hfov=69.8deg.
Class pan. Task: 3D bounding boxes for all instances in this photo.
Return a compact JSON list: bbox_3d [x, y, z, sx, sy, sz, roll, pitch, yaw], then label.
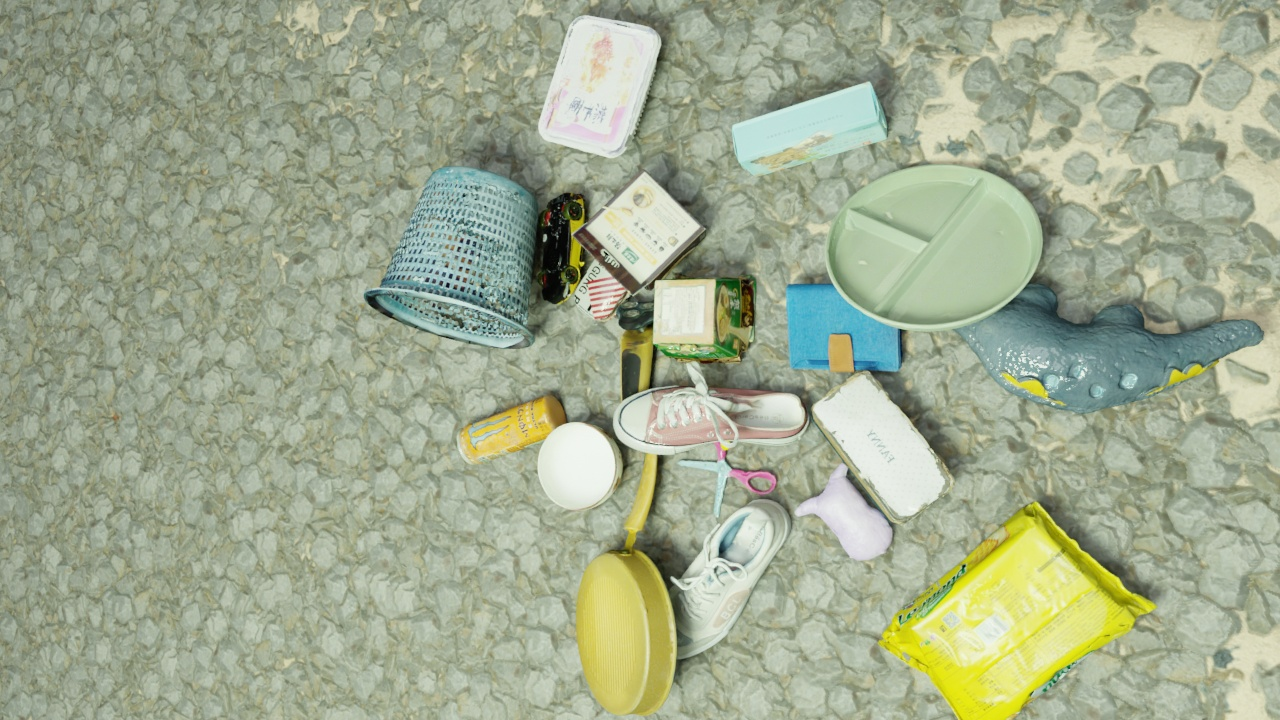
[{"bbox_3d":[-0.008,0.252,1.135,0.198,0.078,0.357,-14,76,59],"label":"pan"}]

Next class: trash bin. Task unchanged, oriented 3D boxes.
[{"bbox_3d":[-0.228,-0.140,1.217,0.227,0.226,0.195,8,77,23],"label":"trash bin"}]

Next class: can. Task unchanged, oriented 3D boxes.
[{"bbox_3d":[-0.175,0.095,1.247,0.146,0.058,0.058,-21,79,20],"label":"can"}]

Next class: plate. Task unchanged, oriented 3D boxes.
[{"bbox_3d":[0.322,-0.126,1.021,0.230,0.027,0.229,-9,57,14],"label":"plate"}]

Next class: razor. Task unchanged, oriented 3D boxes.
[{"bbox_3d":[-0.007,0.007,1.183,0.062,0.067,0.167,5,95,23],"label":"razor"}]

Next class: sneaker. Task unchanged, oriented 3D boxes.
[{"bbox_3d":[0.080,0.060,1.103,0.241,0.088,0.118,-1,63,13],"label":"sneaker"},{"bbox_3d":[0.089,0.271,1.107,0.089,0.090,0.242,40,102,21],"label":"sneaker"}]

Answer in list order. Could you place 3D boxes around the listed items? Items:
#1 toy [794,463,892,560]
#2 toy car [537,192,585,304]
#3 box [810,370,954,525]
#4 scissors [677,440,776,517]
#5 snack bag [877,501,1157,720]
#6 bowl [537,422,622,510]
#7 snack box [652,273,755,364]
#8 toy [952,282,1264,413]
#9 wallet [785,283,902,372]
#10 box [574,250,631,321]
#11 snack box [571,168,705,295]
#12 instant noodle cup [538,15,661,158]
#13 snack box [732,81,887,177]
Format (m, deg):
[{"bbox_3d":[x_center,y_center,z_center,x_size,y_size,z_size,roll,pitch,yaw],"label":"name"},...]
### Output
[{"bbox_3d":[0.244,0.187,1.073,0.084,0.039,0.108,-43,78,2],"label":"toy"},{"bbox_3d":[-0.105,-0.151,1.237,0.071,0.041,0.155,-5,81,50],"label":"toy car"},{"bbox_3d":[0.270,0.095,1.051,0.090,0.062,0.184,-34,72,3],"label":"box"},{"bbox_3d":[0.109,0.132,1.149,0.134,0.017,0.133,9,94,23],"label":"scissors"},{"bbox_3d":[0.396,0.282,0.990,0.247,0.068,0.158,-47,71,15],"label":"snack bag"},{"bbox_3d":[-0.071,0.138,1.198,0.114,0.062,0.113,-2,84,23],"label":"bowl"},{"bbox_3d":[0.071,-0.057,1.128,0.118,0.105,0.117,0,86,22],"label":"snack box"},{"bbox_3d":[0.448,-0.016,0.976,0.357,0.091,0.137,14,80,21],"label":"toy"},{"bbox_3d":[0.238,-0.039,1.079,0.133,0.040,0.106,2,107,26],"label":"wallet"},{"bbox_3d":[-0.026,-0.125,1.199,0.072,0.060,0.164,33,95,-3],"label":"box"},{"bbox_3d":[-0.001,-0.156,1.149,0.125,0.053,0.113,-44,81,0],"label":"snack box"},{"bbox_3d":[-0.046,-0.359,1.223,0.138,0.060,0.173,20,95,23],"label":"instant noodle cup"},{"bbox_3d":[0.203,-0.275,1.103,0.175,0.074,0.051,-12,81,22],"label":"snack box"}]
